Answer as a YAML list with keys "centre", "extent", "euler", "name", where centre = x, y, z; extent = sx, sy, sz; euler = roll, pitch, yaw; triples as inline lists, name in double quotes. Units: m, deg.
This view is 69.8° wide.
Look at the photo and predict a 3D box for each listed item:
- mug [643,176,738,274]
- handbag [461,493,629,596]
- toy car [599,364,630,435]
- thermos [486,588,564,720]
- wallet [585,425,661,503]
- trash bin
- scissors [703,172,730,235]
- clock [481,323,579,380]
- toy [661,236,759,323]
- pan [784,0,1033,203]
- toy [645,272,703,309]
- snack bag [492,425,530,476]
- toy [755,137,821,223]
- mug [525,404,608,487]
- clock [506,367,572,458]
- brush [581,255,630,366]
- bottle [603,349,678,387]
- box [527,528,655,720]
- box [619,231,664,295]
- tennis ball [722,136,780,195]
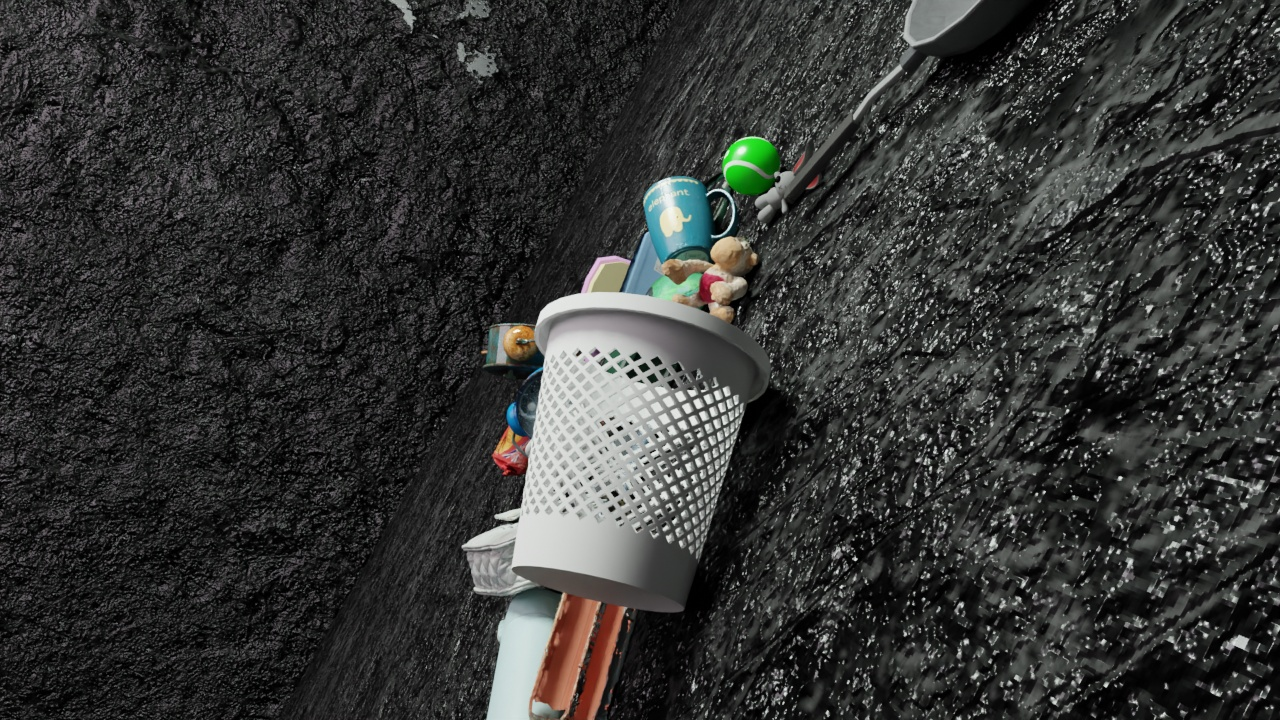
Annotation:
- centre: [0.064, -0.162, 1.109]
  extent: [0.112, 0.084, 0.104]
  euler: [-20, 56, 17]
  name: "mug"
- centre: [-0.104, 0.183, 0.945]
  extent: [0.138, 0.072, 0.195]
  euler: [-20, -3, -26]
  name: "handbag"
- centre: [-0.034, 0.047, 1.104]
  extent: [0.040, 0.037, 0.092]
  euler: [-52, 42, 26]
  name: "toy car"
- centre: [-0.099, 0.288, 0.816]
  extent: [0.078, 0.065, 0.206]
  euler: [-21, 25, 10]
  name: "thermos"
- centre: [-0.020, 0.110, 0.979]
  extent: [0.115, 0.026, 0.089]
  euler: [-32, 30, 62]
  name: "wallet"
- centre: [-0.011, 0.081, 0.720]
  extent: [0.196, 0.195, 0.199]
  euler: [-33, 40, 61]
  name: "trash bin"
- centre: [0.095, -0.205, 1.228]
  extent: [0.201, 0.015, 0.202]
  euler: [-65, 13, -21]
  name: "scissors"
- centre: [-0.146, -0.006, 1.247]
  extent: [0.158, 0.121, 0.073]
  euler: [-15, 69, 62]
  name: "clock"
- centre: [0.086, -0.088, 0.940]
  extent: [0.085, 0.074, 0.105]
  euler: [25, 57, 37]
  name: "toy"
- centre: [0.240, -0.264, 0.783]
  extent: [0.358, 0.041, 0.178]
  euler: [-49, 18, 38]
  name: "pan"
- centre: [0.030, -0.059, 1.057]
  extent: [0.130, 0.072, 0.194]
  euler: [-27, 4, -18]
  name: "toy"
- centre: [-0.157, 0.095, 1.380]
  extent: [0.176, 0.082, 0.082]
  euler: [-60, 14, -3]
  name: "snack bag"
- centre: [0.152, -0.180, 0.944]
  extent: [0.112, 0.030, 0.049]
  euler: [138, 129, -57]
  name: "toy"
- centre: [-0.090, 0.096, 1.105]
  extent: [0.089, 0.107, 0.071]
  euler: [-50, 58, 12]
  name: "mug"
- centre: [-0.109, 0.069, 1.191]
  extent: [0.162, 0.117, 0.060]
  euler: [-50, 6, 20]
  name: "clock"
- centre: [-0.053, -0.030, 1.274]
  extent: [0.043, 0.089, 0.229]
  euler: [-144, 72, -71]
  name: "brush"
- centre: [-0.006, 0.006, 1.061]
  extent: [0.061, 0.061, 0.131]
  euler: [-63, 14, -1]
  name: "bottle"
- centre: [-0.037, 0.223, 0.778]
  extent: [0.048, 0.085, 0.186]
  euler: [84, -163, -51]
  name: "box"
- centre: [0.002, -0.083, 1.204]
  extent: [0.037, 0.066, 0.208]
  euler: [-39, 26, 47]
  name: "box"
- centre: [0.126, -0.221, 1.043]
  extent: [0.065, 0.065, 0.065]
  euler: [-54, 15, 22]
  name: "tennis ball"
